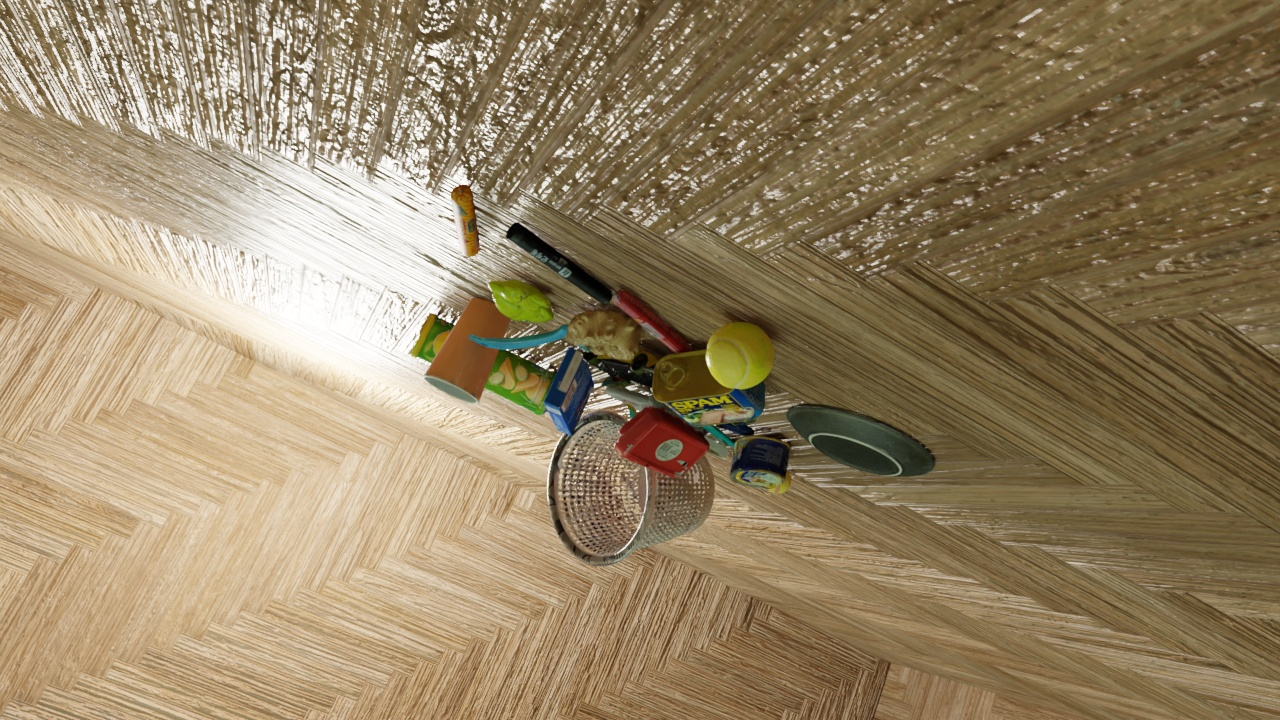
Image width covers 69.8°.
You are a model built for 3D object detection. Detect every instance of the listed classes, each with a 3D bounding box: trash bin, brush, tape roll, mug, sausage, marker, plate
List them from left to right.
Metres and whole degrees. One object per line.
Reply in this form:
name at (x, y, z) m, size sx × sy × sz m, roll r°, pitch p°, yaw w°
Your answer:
sausage at (-0.174, -0.137, 0.913) m, size 0.021 × 0.021 × 0.165 m, roll 24°, pitch 164°, yaw 0°
mug at (-0.219, -0.015, 1.187) m, size 0.078 × 0.122 × 0.078 m, roll 21°, pitch 164°, yaw 6°
brush at (-0.104, -0.026, 1.074) m, size 0.255 × 0.045 × 0.083 m, roll -2°, pitch 159°, yaw 35°
marker at (-0.079, -0.096, 0.919) m, size 0.132 × 0.020 × 0.022 m, roll 34°, pitch -169°, yaw -35°
trash bin at (0.000, 0.196, 1.406) m, size 0.228 × 0.227 × 0.191 m, roll 8°, pitch 179°, yaw 45°
sausage at (0.017, -0.035, 0.975) m, size 0.020 × 0.020 × 0.156 m, roll 8°, pitch 159°, yaw 43°
tape roll at (0.091, 0.120, 1.356) m, size 0.086 × 0.014 × 0.086 m, roll 29°, pitch 172°, yaw 4°
plate at (0.253, 0.102, 1.074) m, size 0.179 × 0.024 × 0.179 m, roll 21°, pitch 164°, yaw 6°

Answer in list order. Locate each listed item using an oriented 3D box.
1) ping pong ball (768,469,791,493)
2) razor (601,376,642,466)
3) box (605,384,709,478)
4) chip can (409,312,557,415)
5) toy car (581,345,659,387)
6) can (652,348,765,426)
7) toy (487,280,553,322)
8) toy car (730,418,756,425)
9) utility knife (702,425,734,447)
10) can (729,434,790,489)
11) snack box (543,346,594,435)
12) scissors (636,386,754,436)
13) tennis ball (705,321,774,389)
ping pong ball at (0.203, 0.176, 1.355) m, size 0.040 × 0.040 × 0.040 m, roll 22°, pitch 164°, yaw 6°
razor at (-0.015, 0.083, 1.267) m, size 0.043 × 0.028 × 0.132 m, roll -16°, pitch 95°, yaw 63°
box at (0.018, 0.083, 1.226) m, size 0.098 × 0.095 × 0.201 m, roll 48°, pitch -173°, yaw 28°
chip can at (-0.227, 0.008, 1.365) m, size 0.221 × 0.072 × 0.073 m, roll 26°, pitch 164°, yaw -9°
toy car at (-0.007, 0.006, 1.100) m, size 0.156 × 0.041 × 0.071 m, roll 13°, pitch 162°, yaw 49°
can at (0.077, 0.031, 1.002) m, size 0.102 × 0.057 × 0.083 m, roll -9°, pitch 151°, yaw 28°
toy at (-0.139, -0.069, 1.064) m, size 0.096 × 0.031 × 0.100 m, roll 23°, pitch 164°, yaw -26°
toy car at (0.099, 0.050, 1.102) m, size 0.091 × 0.036 × 0.043 m, roll 28°, pitch 163°, yaw -10°
utility knife at (0.108, 0.104, 1.274) m, size 0.029 × 0.013 × 0.164 m, roll 17°, pitch 170°, yaw 24°
can at (0.163, 0.141, 1.257) m, size 0.074 × 0.049 × 0.148 m, roll 12°, pitch 165°, yaw 1°
snack box at (-0.098, 0.046, 1.281) m, size 0.026 × 0.084 × 0.157 m, roll 21°, pitch 164°, yaw 9°
scissors at (0.078, 0.070, 1.243) m, size 0.141 × 0.012 × 0.171 m, roll 34°, pitch 163°, yaw -32°
tennis ball at (0.095, -0.005, 0.879) m, size 0.065 × 0.065 × 0.065 m, roll 22°, pitch 164°, yaw 6°
